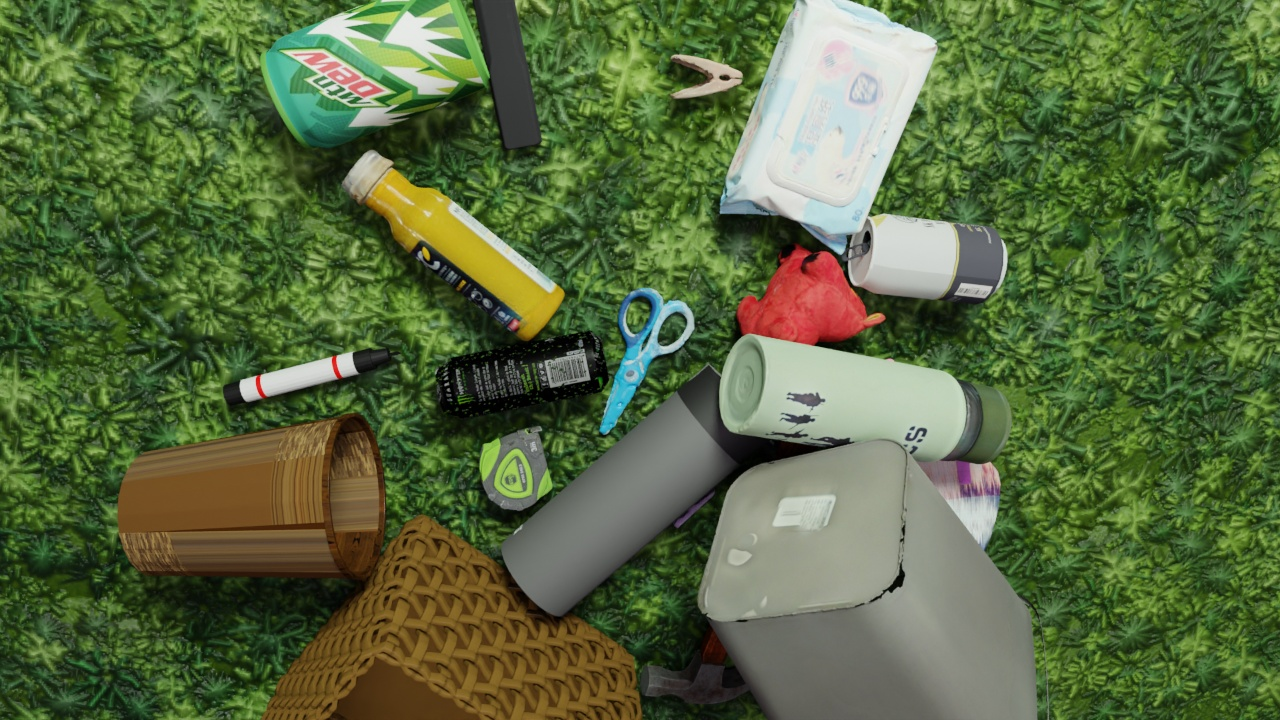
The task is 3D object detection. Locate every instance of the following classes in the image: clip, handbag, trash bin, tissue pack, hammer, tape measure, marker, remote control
[{"bbox_3d":[0.049,-0.217,0.721,0.060,0.024,0.039,13,104,-13],"label":"clip"},{"bbox_3d":[0.248,0.093,0.813,0.144,0.068,0.170,-5,100,-4],"label":"handbag"},{"bbox_3d":[0.170,0.196,0.694,0.198,0.196,0.220,-18,122,32],"label":"trash bin"},{"bbox_3d":[0.038,0.125,0.823,0.041,0.014,0.052,27,104,-10],"label":"clip"},{"bbox_3d":[0.143,-0.183,0.716,0.112,0.070,0.182,18,104,-11],"label":"tissue pack"},{"bbox_3d":[0.094,0.187,0.810,0.111,0.028,0.301,11,115,-14],"label":"hammer"},{"bbox_3d":[-0.109,0.094,0.789,0.058,0.036,0.066,-12,103,-11],"label":"tape measure"},{"bbox_3d":[-0.269,0.011,0.757,0.145,0.019,0.019,-14,106,-1],"label":"marker"},{"bbox_3d":[-0.104,-0.233,0.706,0.032,0.015,0.136,-11,106,-2],"label":"remote control"}]

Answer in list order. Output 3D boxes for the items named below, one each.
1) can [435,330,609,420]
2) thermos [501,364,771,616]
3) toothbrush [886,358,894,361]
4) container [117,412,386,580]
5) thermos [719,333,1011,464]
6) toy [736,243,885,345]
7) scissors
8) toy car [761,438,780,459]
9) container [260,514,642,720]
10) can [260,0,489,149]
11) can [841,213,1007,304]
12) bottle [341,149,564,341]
[{"bbox_3d":[-0.096,0.012,0.756,0.137,0.054,0.054,-11,106,-2],"label":"can"},{"bbox_3d":[-0.002,0.108,0.777,0.240,0.082,0.082,-41,105,7],"label":"thermos"},{"bbox_3d":[0.174,0.047,0.811,0.135,0.016,0.021,-43,105,7],"label":"toothbrush"},{"bbox_3d":[-0.306,0.114,0.732,0.167,0.132,0.132,-5,106,2],"label":"container"},{"bbox_3d":[0.180,0.034,0.722,0.231,0.082,0.082,9,105,-19],"label":"thermos"},{"bbox_3d":[0.131,-0.020,0.758,0.094,0.088,0.133,35,101,-25],"label":"toy"},{"bbox_3d":[-0.005,0.004,0.786,0.066,0.015,0.135,22,105,-11],"label":"scissors"},{"bbox_3d":[0.143,0.040,0.792,0.033,0.048,0.105,27,106,-45],"label":"toy car"},{"bbox_3d":[-0.158,0.312,0.752,0.251,0.214,0.220,38,99,-14],"label":"container"},{"bbox_3d":[-0.191,-0.214,0.668,0.144,0.083,0.083,-21,107,1],"label":"can"},{"bbox_3d":[0.229,-0.084,0.754,0.127,0.064,0.064,5,105,-7],"label":"can"},{"bbox_3d":[-0.147,-0.091,0.722,0.186,0.053,0.053,39,99,-14],"label":"bottle"}]
